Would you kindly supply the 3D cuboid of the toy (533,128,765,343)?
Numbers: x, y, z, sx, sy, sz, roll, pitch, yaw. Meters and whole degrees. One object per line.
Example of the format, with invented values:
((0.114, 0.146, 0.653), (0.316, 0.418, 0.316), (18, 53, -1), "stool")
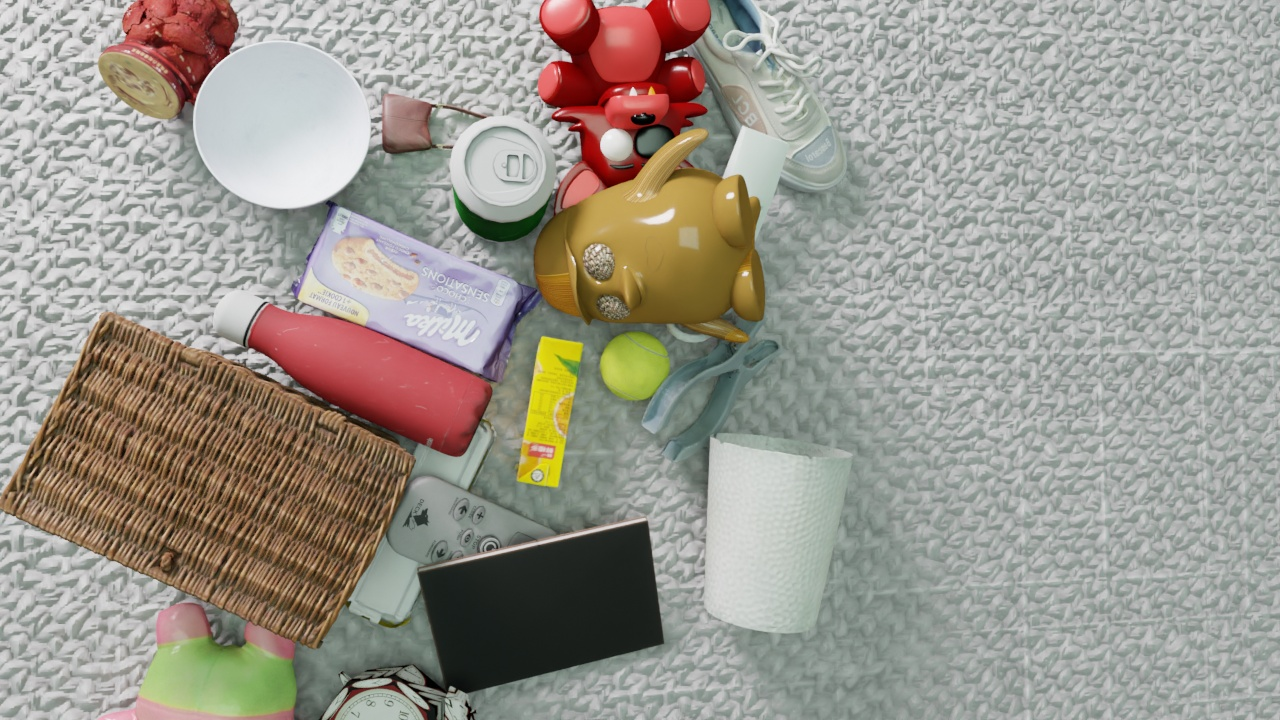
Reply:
((0.000, -0.092, 0.810), (0.204, 0.162, 0.199), (-6, 118, 16), "toy")

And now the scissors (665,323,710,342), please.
((0.014, -0.046, 0.876), (0.133, 0.012, 0.096), (-6, 55, -10), "scissors")

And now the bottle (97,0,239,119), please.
((-0.397, -0.266, 0.794), (0.099, 0.099, 0.111), (23, 58, -8), "bottle")

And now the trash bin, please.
((0.121, 0.157, 0.852), (0.133, 0.133, 0.161), (7, 92, -9), "trash bin")

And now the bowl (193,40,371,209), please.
((-0.309, -0.199, 0.814), (0.144, 0.074, 0.144), (0, 88, -9), "bowl")

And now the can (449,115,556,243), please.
((-0.122, -0.156, 0.811), (0.087, 0.140, 0.088), (0, 88, -10), "can")

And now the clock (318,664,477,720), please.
((-0.204, 0.337, 0.819), (0.155, 0.065, 0.114), (14, 85, 6), "clock")

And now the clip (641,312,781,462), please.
((0.062, 0.008, 0.859), (0.166, 0.028, 0.127), (-48, 137, -12), "clip")

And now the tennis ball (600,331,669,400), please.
((-0.005, 0.005, 0.863), (0.065, 0.065, 0.065), (0, 88, -10), "tennis ball")

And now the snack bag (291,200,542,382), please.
((-0.203, -0.060, 0.838), (0.205, 0.058, 0.096), (24, 87, -11), "snack bag")

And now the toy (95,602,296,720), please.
((-0.367, 0.330, 0.783), (0.192, 0.097, 0.237), (8, 95, -1), "toy")

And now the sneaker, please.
((0.120, -0.267, 0.880), (0.089, 0.091, 0.242), (-38, 95, -10), "sneaker")

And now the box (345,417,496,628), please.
((-0.201, 0.142, 0.845), (0.064, 0.033, 0.209), (25, 84, -5), "box")

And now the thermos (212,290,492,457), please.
((-0.249, 0.006, 0.792), (0.240, 0.073, 0.073), (25, 84, -7), "thermos")

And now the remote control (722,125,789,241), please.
((0.096, -0.145, 0.876), (0.049, 0.024, 0.143), (14, 108, -23), "remote control")

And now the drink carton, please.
((-0.086, 0.048, 0.852), (0.043, 0.058, 0.134), (10, 87, -7), "drink carton")

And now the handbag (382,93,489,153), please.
((-0.181, -0.219, 0.863), (0.119, 0.029, 0.055), (1, 86, -14), "handbag")

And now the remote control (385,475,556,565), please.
((-0.153, 0.162, 0.834), (0.151, 0.019, 0.074), (30, 83, -26), "remote control")

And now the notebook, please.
((-0.087, 0.229, 0.847), (0.209, 0.008, 0.141), (-11, 112, -10), "notebook")

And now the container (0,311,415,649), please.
((-0.320, 0.090, 0.748), (0.250, 0.183, 0.162), (27, 85, -7), "container")

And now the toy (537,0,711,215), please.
((-0.012, -0.237, 0.849), (0.158, 0.120, 0.197), (-6, 97, -13), "toy")
